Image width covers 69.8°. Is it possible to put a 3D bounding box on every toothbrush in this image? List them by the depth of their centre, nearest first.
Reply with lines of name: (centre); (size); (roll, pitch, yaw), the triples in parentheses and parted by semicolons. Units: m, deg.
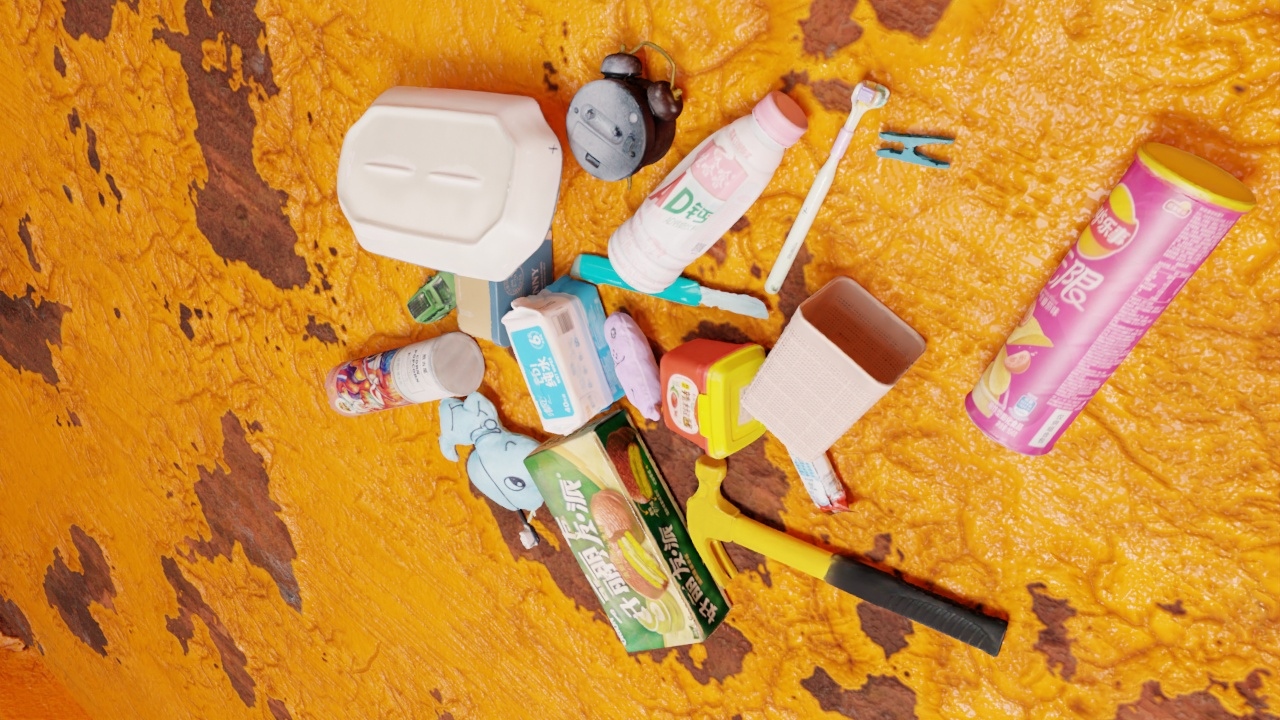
toothbrush: (0.137, -0.127, 0.711); (0.020, 0.029, 0.190); (-106, 30, -46)
toothbrush: (-0.163, 0.137, 1.062); (0.016, 0.018, 0.181); (-21, 96, 44)

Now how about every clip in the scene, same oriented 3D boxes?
clip: (0.197, -0.152, 0.659); (0.056, 0.014, 0.042); (16, 119, 31)

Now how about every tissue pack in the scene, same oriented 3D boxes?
tissue pack: (-0.071, -0.005, 0.877); (0.063, 0.089, 0.140); (-10, 105, 38)

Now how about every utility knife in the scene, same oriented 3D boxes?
utility knife: (0.021, -0.067, 0.829); (0.216, 0.013, 0.029); (18, 120, 32)

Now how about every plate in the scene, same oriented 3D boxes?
plate: (-0.183, -0.163, 0.810); (0.266, 0.034, 0.162); (16, 97, 32)

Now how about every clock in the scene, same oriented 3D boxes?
clock: (-0.010, -0.204, 0.760); (0.082, 0.055, 0.122); (41, 129, 15)

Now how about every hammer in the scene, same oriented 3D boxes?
hammer: (0.173, 0.187, 0.825); (0.301, 0.032, 0.129); (19, 121, 29)

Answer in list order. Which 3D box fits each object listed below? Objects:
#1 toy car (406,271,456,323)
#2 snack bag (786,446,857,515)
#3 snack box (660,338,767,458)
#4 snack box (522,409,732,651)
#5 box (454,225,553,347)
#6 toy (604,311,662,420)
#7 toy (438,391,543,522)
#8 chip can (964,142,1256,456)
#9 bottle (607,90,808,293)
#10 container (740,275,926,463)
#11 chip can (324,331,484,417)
toy car: (-0.217, -0.071, 0.991); (0.091, 0.036, 0.043); (-31, 90, 38)
snack bag: (0.151, 0.092, 0.798); (0.104, 0.026, 0.048); (63, 151, -3)
snack box: (0.064, 0.028, 0.804); (0.080, 0.081, 0.091); (19, 122, 45)
snack box: (-0.013, 0.177, 0.937); (0.115, 0.063, 0.240); (-23, 97, 42)
box: (-0.131, -0.100, 0.877); (0.061, 0.089, 0.184); (14, 120, 31)
toy: (-0.005, 0.005, 0.857); (0.084, 0.039, 0.108); (141, 107, -82)
toy: (-0.159, 0.107, 1.020); (0.162, 0.049, 0.156); (-13, 101, 35)
chip can: (0.297, -0.033, 0.603); (0.071, 0.071, 0.211); (36, 128, 18)
bottle: (0.054, -0.134, 0.741); (0.068, 0.068, 0.197); (52, 127, 4)
container: (0.147, 0.010, 0.725); (0.090, 0.090, 0.111); (43, 133, 12)
chip can: (-0.275, 0.019, 1.053); (0.215, 0.071, 0.071); (-11, 104, 40)
